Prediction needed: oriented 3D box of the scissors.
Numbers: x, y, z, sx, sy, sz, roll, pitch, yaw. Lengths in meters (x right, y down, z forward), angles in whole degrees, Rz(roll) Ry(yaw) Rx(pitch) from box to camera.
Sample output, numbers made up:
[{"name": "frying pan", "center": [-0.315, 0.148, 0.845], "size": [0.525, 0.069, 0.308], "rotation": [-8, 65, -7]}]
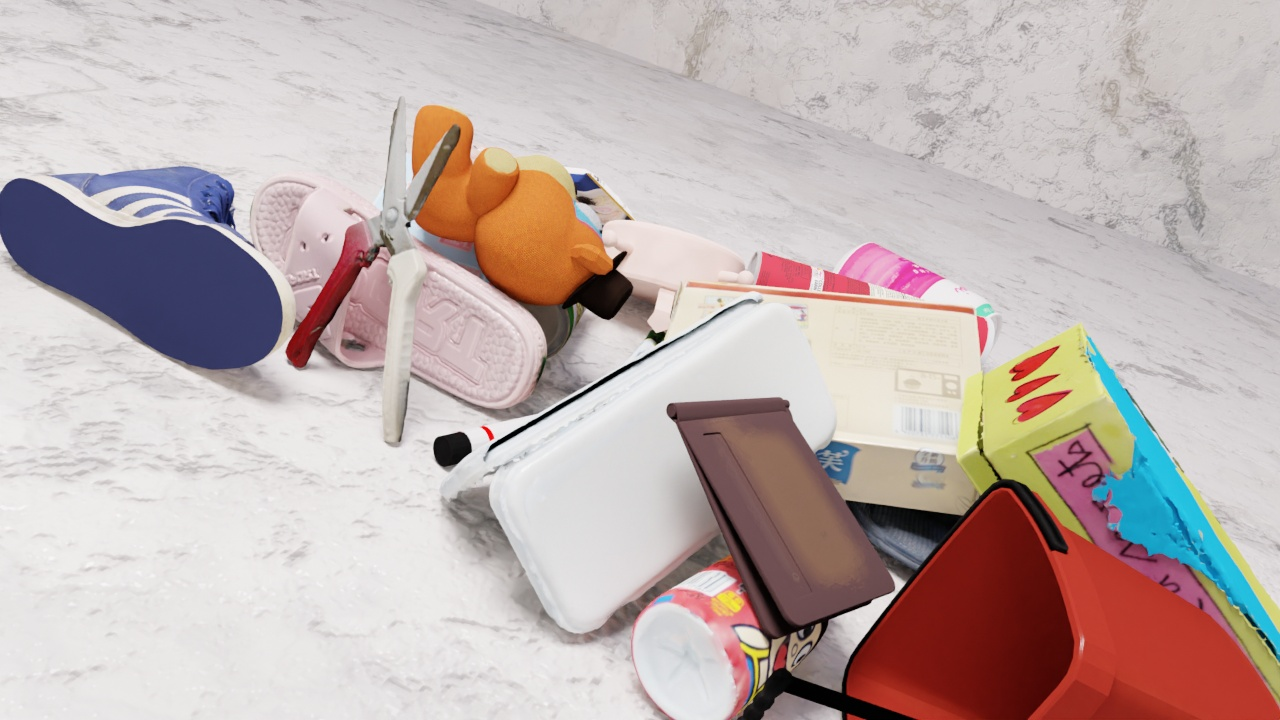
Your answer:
[{"name": "scissors", "center": [-0.154, -0.044, 0.540], "size": [0.015, 0.197, 0.179], "rotation": [-4, 71, -57]}]

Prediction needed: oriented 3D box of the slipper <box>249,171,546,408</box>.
[{"name": "slipper", "center": [-0.174, -0.041, 0.602], "size": [0.239, 0.094, 0.064], "rotation": [30, 22, 13]}]

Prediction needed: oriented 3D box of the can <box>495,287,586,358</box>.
[{"name": "can", "center": [-0.075, -0.051, 0.722], "size": [0.067, 0.067, 0.120], "rotation": [18, 24, 1]}]

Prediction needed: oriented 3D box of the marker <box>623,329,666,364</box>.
[{"name": "marker", "center": [-0.004, 0.004, 0.717], "size": [0.017, 0.017, 0.146], "rotation": [22, 24, 8]}]

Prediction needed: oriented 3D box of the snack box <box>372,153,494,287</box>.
[{"name": "snack box", "center": [-0.153, -0.087, 0.696], "size": [0.095, 0.080, 0.092], "rotation": [17, 51, -2]}]

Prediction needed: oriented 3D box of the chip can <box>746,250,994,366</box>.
[{"name": "chip can", "center": [0.197, -0.043, 0.804], "size": [0.214, 0.052, 0.051], "rotation": [16, 24, -4]}]

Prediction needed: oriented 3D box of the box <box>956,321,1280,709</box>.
[{"name": "box", "center": [0.260, 0.099, 0.486], "size": [0.221, 0.083, 0.124], "rotation": [51, 27, -5]}]

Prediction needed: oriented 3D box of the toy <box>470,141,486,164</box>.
[{"name": "toy", "center": [-0.156, -0.160, 0.835], "size": [0.196, 0.065, 0.264], "rotation": [20, 1, 14]}]

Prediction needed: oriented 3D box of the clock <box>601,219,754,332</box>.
[{"name": "clock", "center": [0.021, -0.070, 0.816], "size": [0.131, 0.086, 0.160], "rotation": [16, 4, -4]}]

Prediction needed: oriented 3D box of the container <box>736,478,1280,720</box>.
[{"name": "container", "center": [0.131, 0.131, 0.374], "size": [0.201, 0.148, 0.126], "rotation": [25, 27, -7]}]

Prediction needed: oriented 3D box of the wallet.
[{"name": "wallet", "center": [0.068, 0.068, 0.440], "size": [0.091, 0.018, 0.115], "rotation": [-1, 57, -45]}]

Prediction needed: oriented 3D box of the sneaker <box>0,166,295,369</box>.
[{"name": "sneaker", "center": [-0.280, -0.067, 0.597], "size": [0.233, 0.091, 0.118], "rotation": [17, 20, 19]}]

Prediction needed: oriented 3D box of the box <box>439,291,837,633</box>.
[{"name": "box", "center": [0.011, 0.051, 0.499], "size": [0.210, 0.130, 0.105], "rotation": [-30, 90, -24]}]

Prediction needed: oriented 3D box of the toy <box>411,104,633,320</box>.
[{"name": "toy", "center": [-0.082, -0.089, 0.606], "size": [0.176, 0.096, 0.112], "rotation": [49, -15, -2]}]

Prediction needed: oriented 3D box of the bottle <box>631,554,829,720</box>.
[{"name": "bottle", "center": [0.059, 0.122, 0.448], "size": [0.062, 0.062, 0.137], "rotation": [33, 29, 30]}]

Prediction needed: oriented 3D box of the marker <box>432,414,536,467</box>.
[{"name": "marker", "center": [-0.066, 0.044, 0.582], "size": [0.019, 0.019, 0.145], "rotation": [35, 29, 33]}]

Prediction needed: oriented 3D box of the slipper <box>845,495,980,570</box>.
[{"name": "slipper", "center": [0.213, 0.064, 0.661], "size": [0.101, 0.083, 0.262], "rotation": [21, 23, 11]}]

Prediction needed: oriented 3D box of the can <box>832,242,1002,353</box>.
[{"name": "can", "center": [0.279, -0.053, 0.950], "size": [0.088, 0.088, 0.166], "rotation": [-9, 35, -46]}]

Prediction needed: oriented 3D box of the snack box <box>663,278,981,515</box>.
[{"name": "snack box", "center": [0.115, 0.017, 0.612], "size": [0.207, 0.055, 0.152], "rotation": [6, 41, 12]}]

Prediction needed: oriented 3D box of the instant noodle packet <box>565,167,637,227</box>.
[{"name": "instant noodle packet", "center": [-0.056, -0.156, 0.880], "size": [0.087, 0.026, 0.134], "rotation": [41, -12, -36]}]
